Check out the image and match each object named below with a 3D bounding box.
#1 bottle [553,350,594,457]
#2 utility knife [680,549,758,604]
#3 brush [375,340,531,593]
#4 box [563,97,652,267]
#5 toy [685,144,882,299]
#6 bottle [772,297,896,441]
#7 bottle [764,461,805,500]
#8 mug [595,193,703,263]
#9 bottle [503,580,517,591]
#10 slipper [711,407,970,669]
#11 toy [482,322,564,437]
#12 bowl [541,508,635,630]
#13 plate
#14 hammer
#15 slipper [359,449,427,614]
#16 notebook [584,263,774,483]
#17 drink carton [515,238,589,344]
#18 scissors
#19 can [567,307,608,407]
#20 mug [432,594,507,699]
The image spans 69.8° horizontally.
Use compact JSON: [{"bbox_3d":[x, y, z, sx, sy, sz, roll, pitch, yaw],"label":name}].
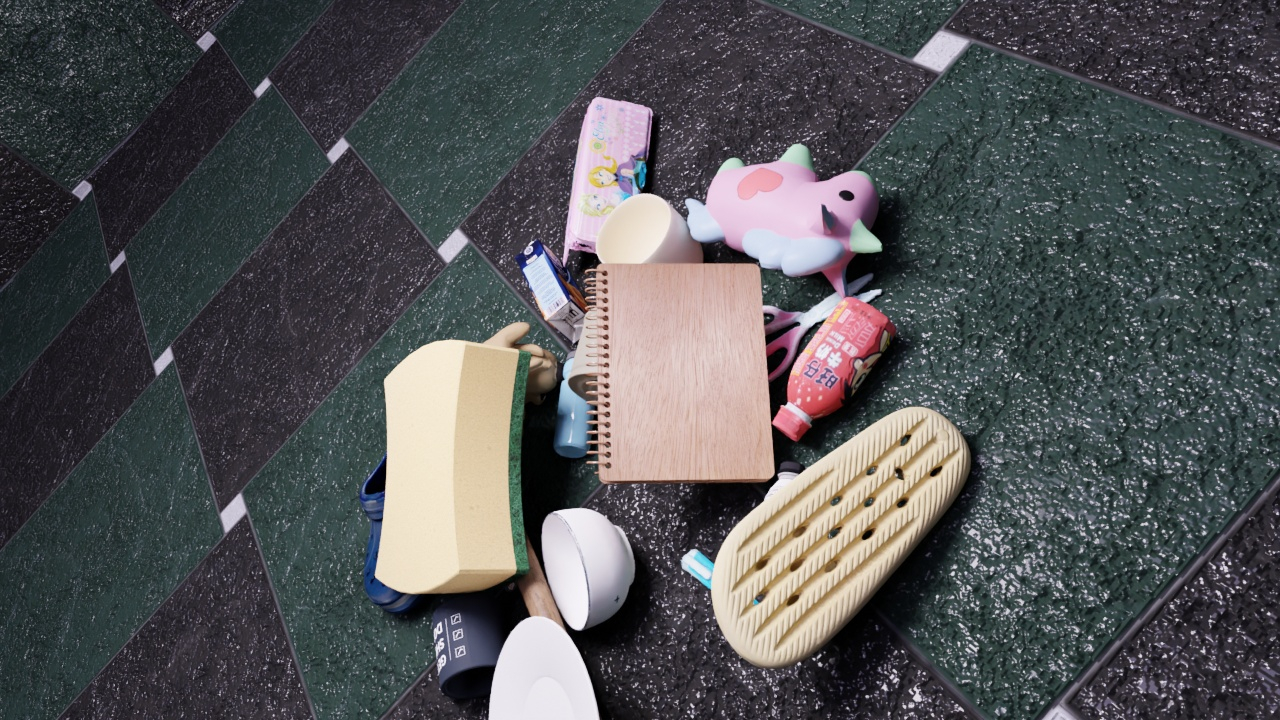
[{"bbox_3d":[-0.070,0.042,1.022,0.040,0.040,0.129,-14,56,30],"label":"bottle"},{"bbox_3d":[0.081,0.210,0.823,0.124,0.015,0.022,34,99,42],"label":"utility knife"},{"bbox_3d":[-0.195,0.112,0.947,0.196,0.075,0.250,-18,68,50],"label":"brush"},{"bbox_3d":[-0.045,-0.215,1.174,0.086,0.106,0.229,10,61,-7],"label":"box"},{"bbox_3d":[0.137,-0.142,0.929,0.223,0.120,0.170,-4,44,25],"label":"toy"},{"bbox_3d":[0.173,0.012,0.846,0.062,0.062,0.137,33,86,44],"label":"bottle"},{"bbox_3d":[0.126,0.146,0.810,0.041,0.041,0.115,-4,61,35],"label":"bottle"},{"bbox_3d":[0.011,-0.108,1.015,0.096,0.099,0.120,32,86,42],"label":"mug"},{"bbox_3d":[-0.165,0.211,0.989,0.036,0.036,0.110,-52,46,-2],"label":"bottle"},{"bbox_3d":[0.160,0.138,0.755,0.261,0.079,0.111,-39,81,-14],"label":"slipper"},{"bbox_3d":[-0.144,0.010,1.059,0.106,0.108,0.134,-8,57,13],"label":"toy"},{"bbox_3d":[-0.046,0.194,0.877,0.113,0.063,0.113,33,127,57],"label":"bowl"},{"bbox_3d":[-0.082,0.330,0.796,0.209,0.015,0.208,-15,73,55],"label":"plate"},{"bbox_3d":[-0.073,0.267,0.840,0.321,0.040,0.130,57,135,43],"label":"hammer"},{"bbox_3d":[-0.282,0.161,1.063,0.105,0.095,0.252,-10,60,32],"label":"slipper"},{"bbox_3d":[0.033,0.009,0.860,0.169,0.022,0.210,0,72,-5],"label":"notebook"},{"bbox_3d":[-0.103,-0.085,1.111,0.040,0.064,0.130,-38,47,8],"label":"drink carton"},{"bbox_3d":[0.159,-0.050,0.929,0.179,0.016,0.105,-37,47,12],"label":"scissors"},{"bbox_3d":[-0.006,0.005,0.937,0.128,0.127,0.073,0,65,37],"label":"can"},{"bbox_3d":[-0.177,0.298,0.929,0.105,0.071,0.077,-54,39,34],"label":"mug"}]
